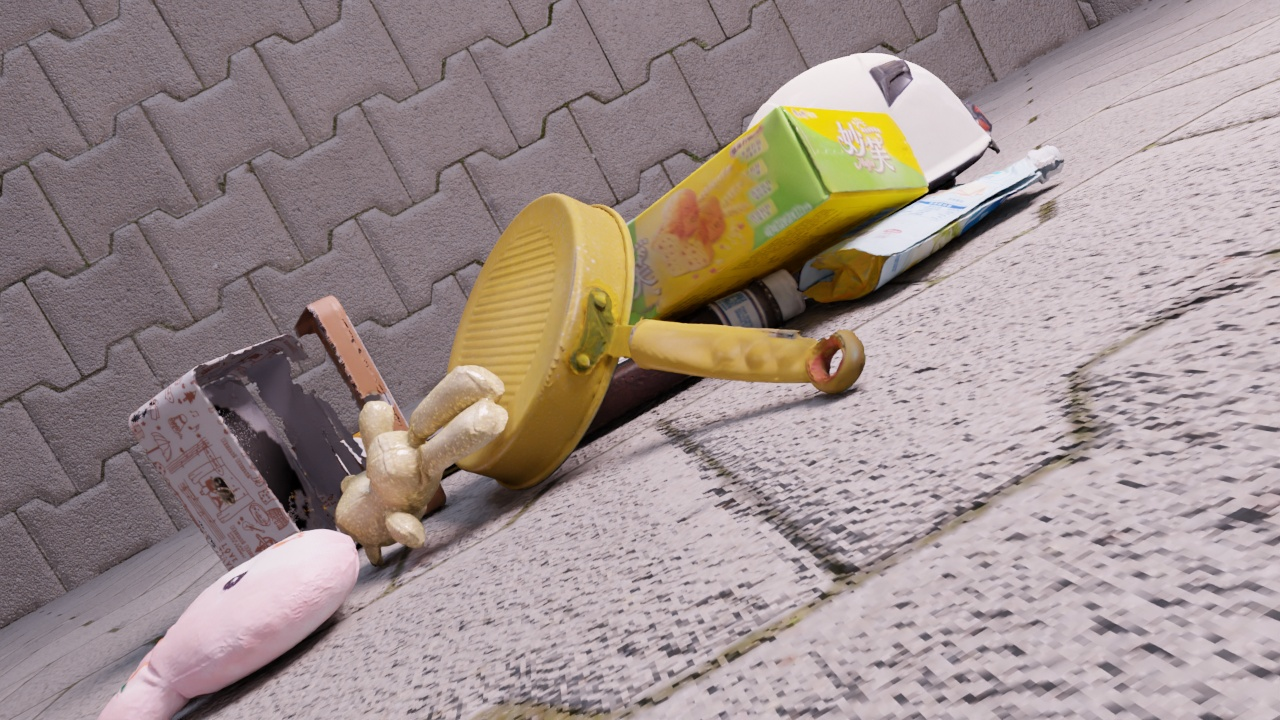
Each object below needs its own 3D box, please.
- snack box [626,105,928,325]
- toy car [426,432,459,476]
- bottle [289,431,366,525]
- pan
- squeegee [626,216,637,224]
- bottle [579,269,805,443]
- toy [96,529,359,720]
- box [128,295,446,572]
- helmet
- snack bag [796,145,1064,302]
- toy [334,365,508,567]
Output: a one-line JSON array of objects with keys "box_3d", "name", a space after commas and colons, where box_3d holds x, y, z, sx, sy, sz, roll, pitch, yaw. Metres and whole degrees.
[{"box_3d": [0.079, -0.097, 0.667, 0.211, 0.070, 0.157, -32, -11, 40], "name": "snack box"}, {"box_3d": [-0.174, 0.078, 0.847, 0.158, 0.042, 0.070, -29, 7, 6], "name": "toy car"}, {"box_3d": [-0.308, 0.117, 0.995, 0.068, 0.068, 0.189, -27, 7, 14], "name": "bottle"}, {"box_3d": [-0.018, -0.010, 0.545, 0.358, 0.078, 0.197, 1, 74, 60], "name": "pan"}, {"box_3d": [-0.072, -0.110, 1.209, 0.247, 0.039, 0.246, -48, -14, 8], "name": "squeegee"}, {"box_3d": [0.026, -0.006, 0.658, 0.195, 0.044, 0.080, -28, 10, -4], "name": "bottle"}, {"box_3d": [-0.224, 0.149, 0.499, 0.159, 0.054, 0.121, -39, 9, -16], "name": "toy"}, {"box_3d": [-0.241, 0.057, 0.708, 0.175, 0.182, 0.151, -30, 7, 21], "name": "box"}, {"box_3d": [0.181, -0.190, 0.827, 0.230, 0.157, 0.273, -28, -1, 12], "name": "helmet"}, {"box_3d": [0.202, -0.096, 0.636, 0.190, 0.039, 0.110, -29, -1, -25], "name": "snack bag"}, {"box_3d": [-0.136, 0.063, 0.566, 0.066, 0.105, 0.158, 4, -40, -49], "name": "toy"}]
